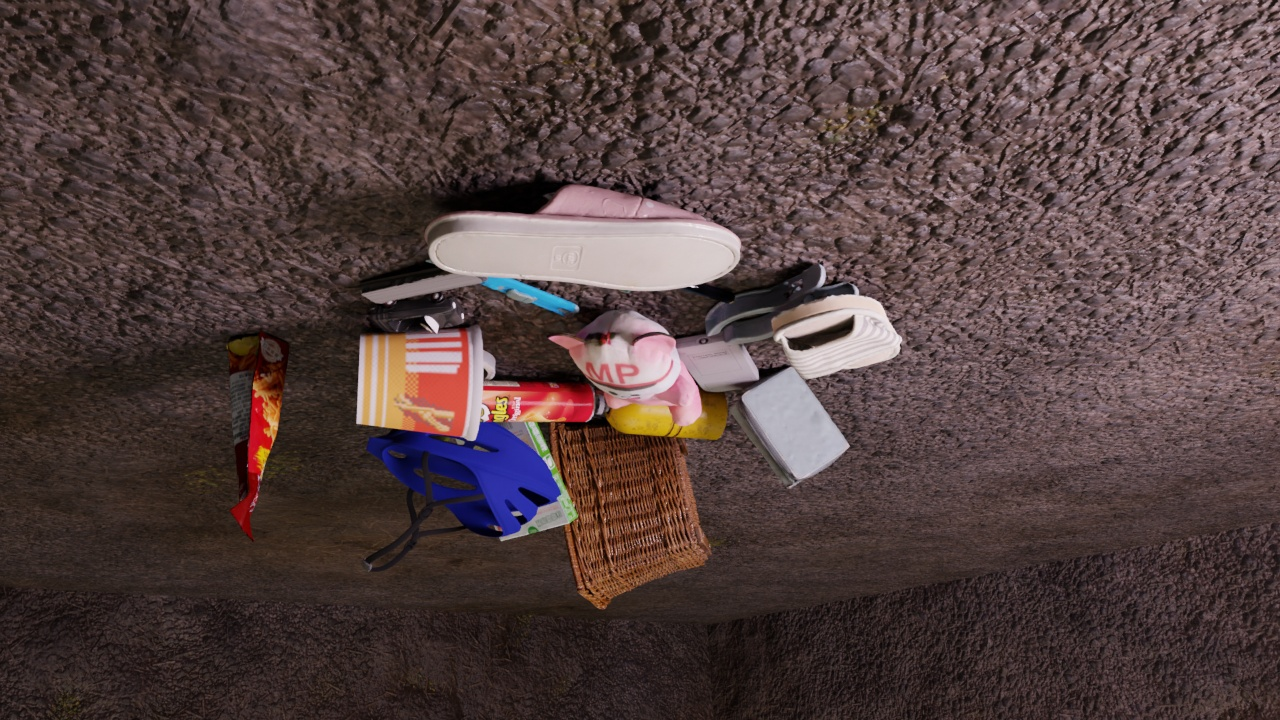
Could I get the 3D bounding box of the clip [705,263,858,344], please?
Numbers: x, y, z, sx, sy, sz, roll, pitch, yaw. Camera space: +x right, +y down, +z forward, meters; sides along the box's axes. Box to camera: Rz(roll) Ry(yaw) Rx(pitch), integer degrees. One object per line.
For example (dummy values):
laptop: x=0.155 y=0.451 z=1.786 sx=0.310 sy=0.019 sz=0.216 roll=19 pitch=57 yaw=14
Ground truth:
clip: x=0.128 y=-0.060 z=0.949 sx=0.164 sy=0.028 sz=0.114 roll=-22 pitch=152 yaw=37

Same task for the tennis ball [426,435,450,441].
tennis ball: x=-0.282 y=0.090 z=1.214 sx=0.065 sy=0.065 sz=0.065 roll=-2 pitch=157 yaw=-1

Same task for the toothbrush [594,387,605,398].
toothbrush: x=0.029 y=0.053 z=1.222 sx=0.189 sy=0.016 sz=0.016 roll=6 pitch=157 yaw=-20

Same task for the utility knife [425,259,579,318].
utility knife: x=-0.130 y=-0.072 z=0.912 sx=0.185 sy=0.015 sz=0.031 roll=21 pitch=148 yaw=-40

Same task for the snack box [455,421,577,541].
snack box: x=-0.170 y=0.151 z=1.230 sx=0.132 sy=0.168 sz=0.027 roll=-21 pitch=-176 yaw=34

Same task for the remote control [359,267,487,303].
remote control: x=-0.211 y=-0.075 z=0.882 sx=0.137 sy=0.013 sz=0.033 roll=-8 pitch=157 yaw=27

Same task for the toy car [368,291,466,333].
toy car: x=-0.227 y=-0.045 z=0.934 sx=0.092 sy=0.037 sz=0.040 roll=-6 pitch=157 yaw=8

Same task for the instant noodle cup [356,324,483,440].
instant noodle cup: x=-0.236 y=0.022 z=0.972 sx=0.121 sy=0.123 sz=0.124 roll=2 pitch=157 yaw=-17

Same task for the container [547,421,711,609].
container: x=-0.012 y=0.199 z=1.302 sx=0.183 sy=0.249 sz=0.162 roll=-15 pitch=156 yaw=4

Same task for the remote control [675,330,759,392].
remote control: x=0.094 y=0.002 z=1.103 sx=0.074 sy=0.019 sz=0.151 roll=-9 pitch=156 yaw=16

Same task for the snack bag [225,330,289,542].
snack bag: x=-0.428 y=0.083 z=0.999 sx=0.066 sy=0.207 sz=0.139 roll=6 pitch=156 yaw=-21

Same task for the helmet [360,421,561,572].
helmet: x=-0.230 y=0.172 z=1.111 sx=0.241 sy=0.227 sz=0.148 roll=26 pitch=146 yaw=-7

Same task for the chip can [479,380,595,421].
chip can: x=-0.159 y=0.050 z=1.110 sx=0.214 sy=0.051 sz=0.052 roll=2 pitch=158 yaw=-32

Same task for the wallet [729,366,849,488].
wallet: x=0.183 y=0.083 z=1.131 sx=0.100 sy=0.131 sz=0.054 roll=-27 pitch=161 yaw=-24

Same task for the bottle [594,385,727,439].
bottle: x=0.023 y=0.061 z=1.175 sx=0.163 sy=0.071 sz=0.071 roll=6 pitch=156 yaw=-19

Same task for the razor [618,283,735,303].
razor: x=0.038 y=-0.077 z=0.911 sx=0.144 sy=0.022 sz=0.043 roll=11 pitch=114 yaw=-38

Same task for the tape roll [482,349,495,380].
tape roll: x=-0.219 y=0.007 z=1.086 sx=0.094 sy=0.018 sz=0.094 roll=-2 pitch=157 yaw=-1

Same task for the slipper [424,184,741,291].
slipper: x=-0.045 y=-0.106 z=0.786 sx=0.274 sy=0.054 sz=0.114 roll=1 pitch=157 yaw=-17

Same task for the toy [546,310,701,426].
toy: x=-0.006 y=0.006 z=1.010 sx=0.142 sy=0.084 sz=0.213 roll=13 pitch=166 yaw=23

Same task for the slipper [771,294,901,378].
slipper: x=0.221 y=-0.018 z=0.991 sx=0.115 sy=0.054 sz=0.272 roll=-23 pitch=162 yaw=24
